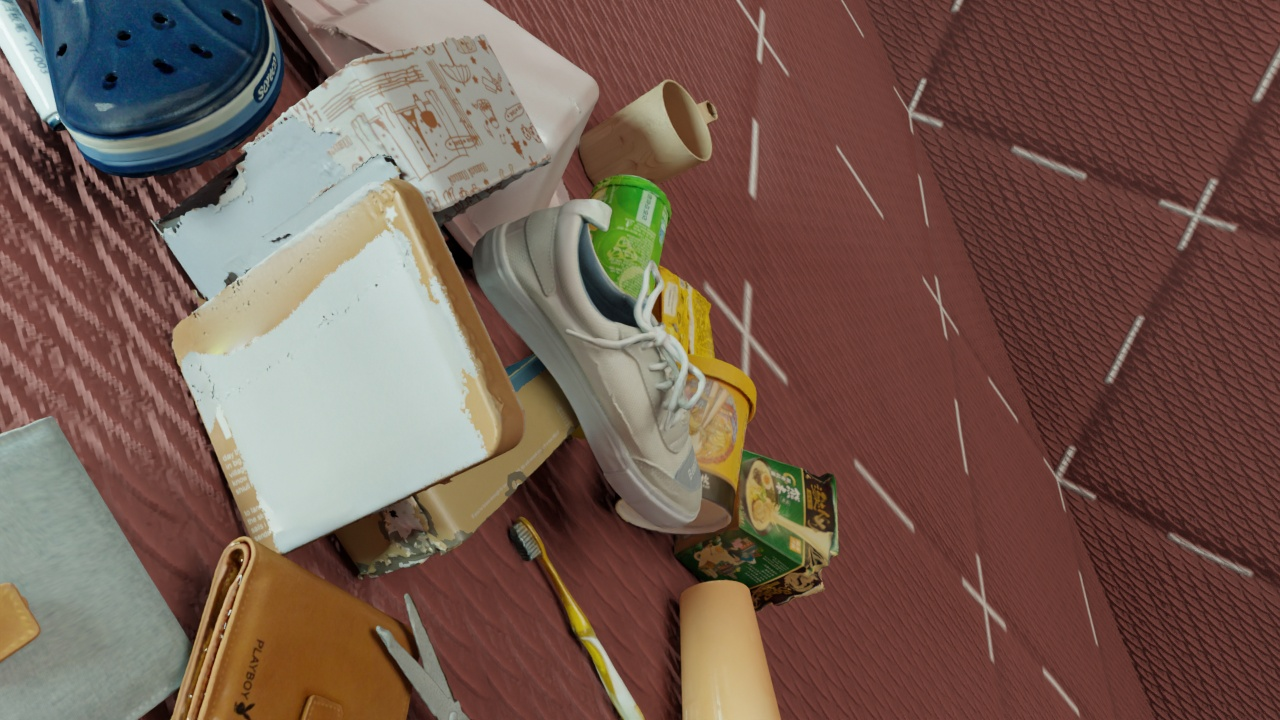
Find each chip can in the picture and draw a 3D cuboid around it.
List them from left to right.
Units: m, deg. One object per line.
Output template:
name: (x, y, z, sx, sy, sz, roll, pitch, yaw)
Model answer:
chip can: (-0.026, -0.047, 0.730, 0.072, 0.073, 0.220, 38, 52, -39)

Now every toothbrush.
toothbrush: (-0.041, 0.193, 0.639, 0.018, 0.016, 0.191, -37, 102, -48)

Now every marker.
marker: (-0.316, -0.173, 0.448, 0.022, 0.018, 0.131, -34, 99, -50)
marker: (-0.159, -0.113, 0.655, 0.124, 0.018, 0.015, 52, 38, -27)

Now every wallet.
wallet: (-0.245, 0.097, 0.359, 0.130, 0.037, 0.106, 64, 29, -8)
wallet: (-0.159, 0.159, 0.438, 0.132, 0.031, 0.107, 53, 31, -46)

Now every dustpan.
dustpan: (-0.144, -0.181, 0.714, 0.273, 0.139, 0.221, 32, 33, -5)

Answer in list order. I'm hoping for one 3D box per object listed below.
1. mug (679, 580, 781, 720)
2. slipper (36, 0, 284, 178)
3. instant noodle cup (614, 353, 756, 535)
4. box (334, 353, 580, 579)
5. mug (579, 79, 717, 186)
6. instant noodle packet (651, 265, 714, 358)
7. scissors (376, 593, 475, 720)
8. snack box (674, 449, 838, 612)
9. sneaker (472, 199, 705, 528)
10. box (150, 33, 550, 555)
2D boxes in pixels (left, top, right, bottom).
mug: (0.066, 0.241, 0.721, 0.078, 0.078, 0.122, 36, 38, -42)
slipper: (-0.252, -0.209, 0.451, 0.095, 0.105, 0.252, 106, -37, -64)
instant noodle cup: (0.032, 0.072, 0.744, 0.118, 0.119, 0.114, 36, 50, -41)
box: (-0.106, 0.055, 0.558, 0.059, 0.090, 0.183, 60, 28, -11)
mug: (0.012, -0.217, 0.909, 0.084, 0.104, 0.124, 61, 31, -10)
instant noodle packet: (0.034, -0.025, 0.875, 0.110, 0.044, 0.128, 37, 44, -50)
scissors: (-0.097, 0.203, 0.515, 0.140, 0.012, 0.171, 9, 74, -63)
snack box: (0.095, 0.141, 0.804, 0.105, 0.118, 0.117, 34, 43, -28)
sneaker: (-0.004, 0.003, 0.588, 0.242, 0.091, 0.089, 58, 23, -25)
box: (-0.132, -0.044, 0.492, 0.156, 0.181, 0.226, -19, 84, -61)
